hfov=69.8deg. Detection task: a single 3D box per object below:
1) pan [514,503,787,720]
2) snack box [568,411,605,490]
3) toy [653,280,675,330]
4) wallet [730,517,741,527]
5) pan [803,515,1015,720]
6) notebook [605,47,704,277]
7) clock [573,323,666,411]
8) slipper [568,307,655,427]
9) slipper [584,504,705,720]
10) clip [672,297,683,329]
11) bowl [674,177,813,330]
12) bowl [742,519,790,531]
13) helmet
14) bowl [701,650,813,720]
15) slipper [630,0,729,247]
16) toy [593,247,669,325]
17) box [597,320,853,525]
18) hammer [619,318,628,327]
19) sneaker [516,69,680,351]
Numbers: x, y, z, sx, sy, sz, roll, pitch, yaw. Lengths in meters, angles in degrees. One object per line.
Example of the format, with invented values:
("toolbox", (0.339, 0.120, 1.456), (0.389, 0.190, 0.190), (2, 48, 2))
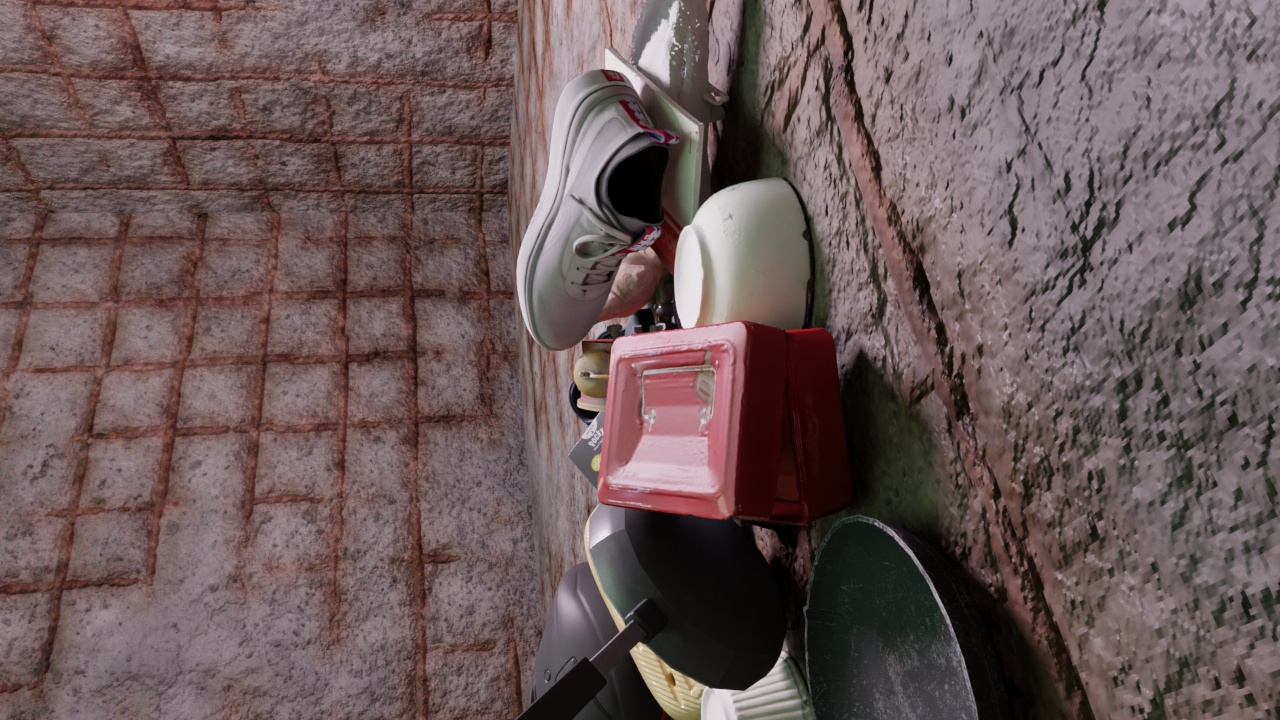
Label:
("pan", (0.007, 0.170, 0.610), (0.041, 0.178, 0.356), (-49, -13, 23))
("snack box", (-0.008, 0.114, 0.957), (0.080, 0.025, 0.147), (-54, 49, 9))
("toy", (0.027, -0.032, 1.011), (0.049, 0.030, 0.112), (-89, 5, -86))
("wallet", (0.070, 0.159, 0.832), (0.115, 0.037, 0.118), (136, 128, -74))
("pan", (0.141, 0.260, 0.516), (0.207, 0.040, 0.357), (-130, 39, -71))
("notebook", (0.007, -0.176, 0.824), (0.208, 0.012, 0.153), (-124, 29, -49))
("clock", (-0.005, 0.005, 0.879), (0.158, 0.117, 0.081), (-20, -69, -79))
("slipper", (-0.044, 0.032, 1.077), (0.266, 0.083, 0.108), (108, 160, -56))
("slipper", (0.030, 0.244, 0.933), (0.079, 0.111, 0.261), (40, -163, -46))
("clip", (0.044, -0.041, 0.979), (0.042, 0.014, 0.052), (-115, 24, -62))
("bowl", (0.071, -0.064, 0.707), (0.153, 0.073, 0.153), (178, 91, -78))
("bowl", (0.084, 0.081, 0.729), (0.114, 0.045, 0.114), (177, 91, -78))
("helmet", (-0.026, 0.347, 1.012), (0.170, 0.164, 0.264), (-40, 52, 38))
("bowl", (0.087, 0.287, 0.711), (0.115, 0.062, 0.115), (177, 91, -78))
("slipper", (0.036, -0.218, 0.827), (0.112, 0.074, 0.247), (34, 137, 43))
("toy", (-0.033, -0.089, 1.044), (0.065, 0.195, 0.265), (53, 161, -10))
("box", (0.056, 0.042, 0.622), (0.158, 0.112, 0.134), (-2, 85, 56))
("hammer", (0.012, 0.040, 1.097), (0.321, 0.040, 0.129), (-108, 24, -55))
("sneaker", (-0.032, -0.109, 0.804), (0.128, 0.096, 0.264), (48, 131, 43))
